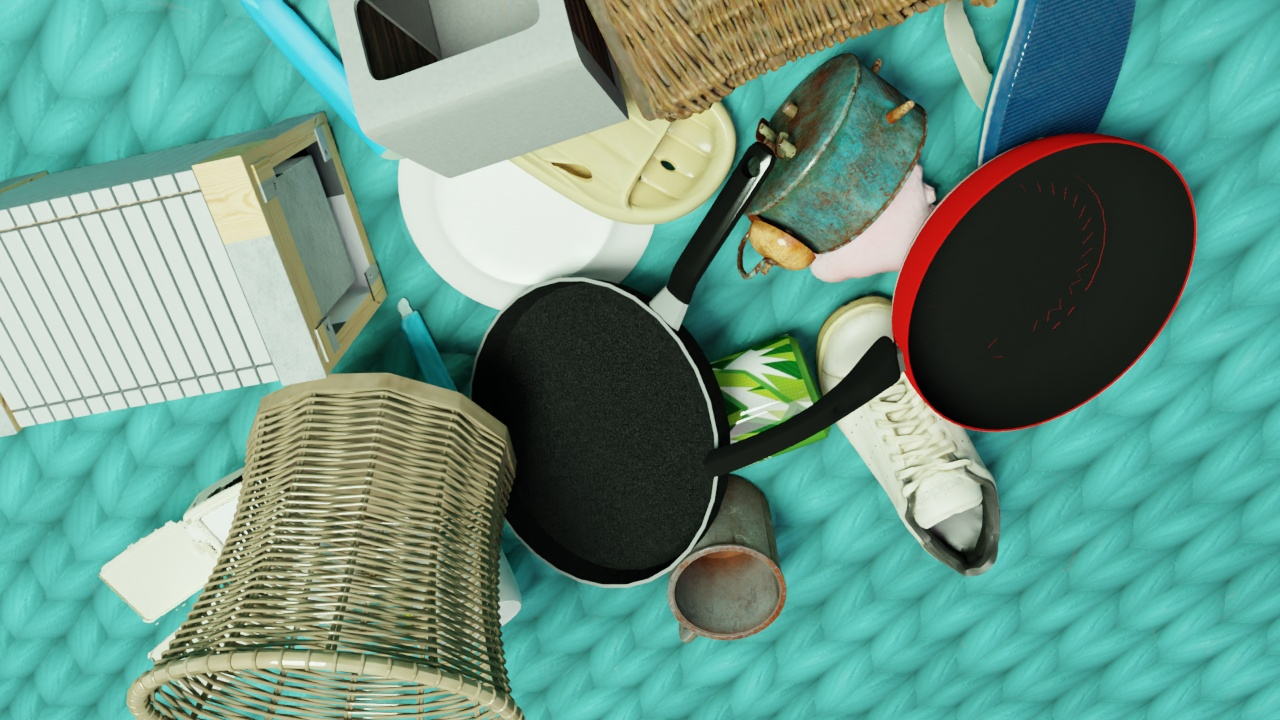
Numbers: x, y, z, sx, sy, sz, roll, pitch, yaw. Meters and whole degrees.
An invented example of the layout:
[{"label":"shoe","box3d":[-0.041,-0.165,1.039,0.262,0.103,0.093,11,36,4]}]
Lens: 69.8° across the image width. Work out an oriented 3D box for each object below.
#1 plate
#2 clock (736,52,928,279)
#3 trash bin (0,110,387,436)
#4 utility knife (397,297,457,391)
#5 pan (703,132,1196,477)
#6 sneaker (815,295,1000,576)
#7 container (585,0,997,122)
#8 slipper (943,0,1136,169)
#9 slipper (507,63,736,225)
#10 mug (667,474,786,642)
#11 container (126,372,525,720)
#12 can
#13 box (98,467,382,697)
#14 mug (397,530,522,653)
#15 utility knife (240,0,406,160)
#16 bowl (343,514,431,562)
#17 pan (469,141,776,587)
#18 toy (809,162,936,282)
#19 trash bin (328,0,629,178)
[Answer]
[{"label":"plate","box3d":[-0.082,-0.117,0.660,0.188,0.016,0.189,1,115,1]},{"label":"clock","box3d":[0.106,-0.122,0.598,0.073,0.121,0.158,30,119,-17]},{"label":"trash bin","box3d":[-0.329,-0.062,0.624,0.247,0.142,0.142,-10,115,6]},{"label":"utility knife","box3d":[-0.163,0.004,0.722,0.022,0.015,0.118,-17,111,2]},{"label":"pan","box3d":[0.197,-0.017,0.603,0.356,0.067,0.209,-24,125,-2]},{"label":"sneaker","box3d":[0.206,0.069,0.692,0.089,0.102,0.241,-27,111,13]},{"label":"container","box3d":[0.067,-0.242,0.481,0.183,0.249,0.162,-21,113,20]},{"label":"slipper","box3d":[0.248,-0.227,0.562,0.118,0.060,0.295,-24,133,-14]},{"label":"slipper","box3d":[-0.058,-0.174,0.587,0.261,0.079,0.111,28,96,-8]},{"label":"mug","box3d":[0.060,0.168,0.743,0.096,0.110,0.123,28,114,-5]},{"label":"container","box3d":[-0.183,0.142,0.606,0.227,0.195,0.227,0,143,0]},{"label":"can","box3d":[0.063,0.042,0.695,0.144,0.083,0.083,-21,113,12]},{"label":"box","box3d":[-0.316,0.173,0.734,0.185,0.066,0.145,-36,113,-4]},{"label":"mug","box3d":[-0.155,0.197,0.769,0.094,0.068,0.116,-14,151,-30]},{"label":"utility knife","box3d":[-0.225,-0.212,0.620,0.031,0.015,0.196,-36,109,14]},{"label":"bowl","box3d":[-0.222,0.119,0.763,0.110,0.040,0.110,1,116,1]},{"label":"pan","box3d":[-0.003,0.004,0.633,0.225,0.034,0.357,45,121,20]},{"label":"toy","box3d":[0.170,-0.095,0.644,0.102,0.050,0.093,-5,124,8]},{"label":"trash bin","box3d":[-0.100,-0.235,0.500,0.114,0.114,0.229,-15,87,12]}]
